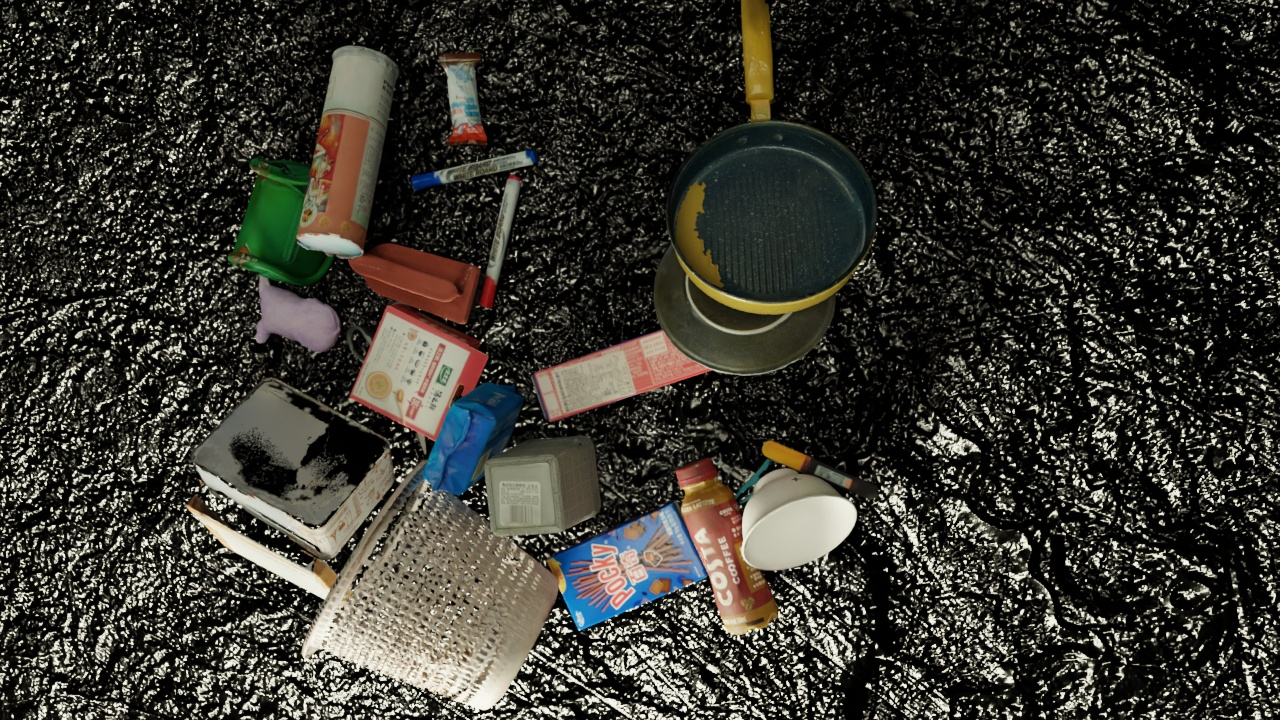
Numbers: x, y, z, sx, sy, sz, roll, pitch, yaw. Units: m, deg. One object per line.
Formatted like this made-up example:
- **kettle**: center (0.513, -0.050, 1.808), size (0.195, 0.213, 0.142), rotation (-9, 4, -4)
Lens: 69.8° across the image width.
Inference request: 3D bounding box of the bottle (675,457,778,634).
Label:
- **bottle**: center (0.084, 0.187, 0.935), size (0.057, 0.057, 0.175), rotation (-22, 87, 14)

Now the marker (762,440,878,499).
- **marker**: center (0.182, 0.111, 0.931), size (0.124, 0.015, 0.018), rotation (23, 96, 9)

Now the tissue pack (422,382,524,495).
- **tissue pack**: center (-0.170, 0.075, 0.944), size (0.052, 0.157, 0.095), rotation (26, 102, 4)

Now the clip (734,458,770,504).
- **clip**: center (0.120, 0.127, 0.946), size (0.057, 0.015, 0.049), rotation (-44, 85, 10)

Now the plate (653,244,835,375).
- **plate**: center (0.101, -0.072, 0.895), size (0.179, 0.024, 0.179), rotation (-1, 65, 3)

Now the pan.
- **pan**: center (0.119, -0.218, 0.892), size (0.198, 0.078, 0.356), rotation (-4, 69, 3)

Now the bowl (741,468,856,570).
- **bowl**: center (0.146, 0.147, 0.908), size (0.118, 0.118, 0.064), rotation (-34, 45, 13)

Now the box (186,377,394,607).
- **box**: center (-0.383, 0.160, 1.039), size (0.183, 0.193, 0.156), rotation (27, 56, 11)

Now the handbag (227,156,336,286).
- **handbag**: center (-0.388, -0.151, 1.004), size (0.068, 0.120, 0.131), rotation (23, 100, 17)

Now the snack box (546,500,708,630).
- **snack box**: center (-0.014, 0.219, 0.977), size (0.157, 0.026, 0.084), rotation (-26, 87, 14)

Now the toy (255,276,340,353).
- **toy**: center (-0.394, -0.045, 1.052), size (0.108, 0.038, 0.084), rotation (17, 111, 8)

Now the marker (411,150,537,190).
- **marker**: center (-0.182, -0.208, 1.003), size (0.146, 0.017, 0.017), rotation (-9, 90, 14)

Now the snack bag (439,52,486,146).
- **snack bag**: center (-0.193, -0.284, 0.997), size (0.048, 0.026, 0.104), rotation (-2, 93, 2)

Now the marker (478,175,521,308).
- **marker**: center (-0.153, -0.129, 1.000), size (0.017, 0.017, 0.145), rotation (16, 97, 13)

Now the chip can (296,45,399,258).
- **chip can**: center (-0.310, -0.220, 0.976), size (0.071, 0.071, 0.214), rotation (3, 77, 14)

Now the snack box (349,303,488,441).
- **snack box**: center (-0.236, 0.015, 1.003), size (0.127, 0.044, 0.113), rotation (26, 98, 6)

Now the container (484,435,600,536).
- **container**: center (-0.102, 0.131, 0.949), size (0.090, 0.114, 0.090), rotation (-6, 90, 13)

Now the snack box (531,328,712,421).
- **snack box**: center (-0.006, 0.006, 0.950), size (0.208, 0.057, 0.058), rotation (-18, 90, 13)

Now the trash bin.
- **trash bin**: center (-0.200, 0.246, 0.943), size (0.192, 0.227, 0.228), rotation (31, 99, -2)

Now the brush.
- **brush**: center (-0.243, -0.089, 0.989), size (0.146, 0.069, 0.063), rotation (18, 96, 20)

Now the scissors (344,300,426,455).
- **scissors**: center (-0.267, 0.014, 1.037), size (0.159, 0.014, 0.170), rotation (19, 98, 12)
